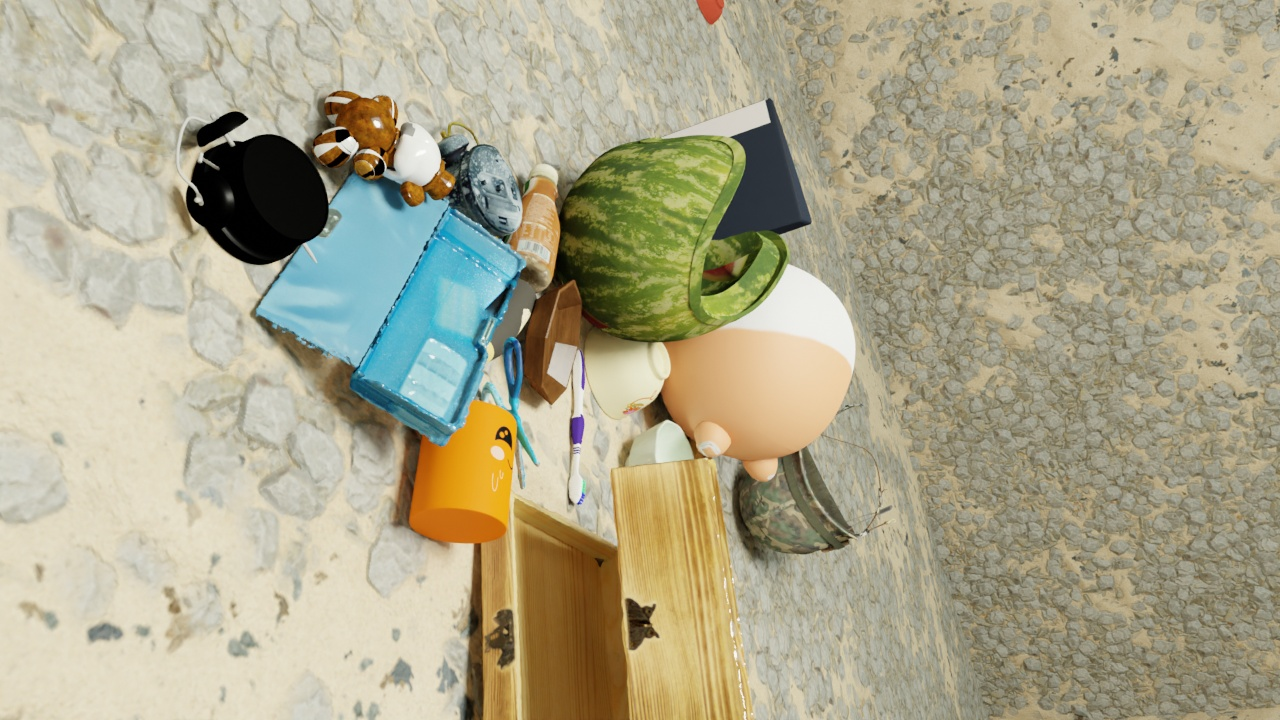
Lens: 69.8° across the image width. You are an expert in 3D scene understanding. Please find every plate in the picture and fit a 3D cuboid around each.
[{"bbox_3d":[-0.091,-0.020,0.947,0.131,0.025,0.131,11,89,-80],"label":"plate"}]

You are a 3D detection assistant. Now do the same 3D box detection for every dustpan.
[{"bbox_3d":[0.118,-0.195,1.304,0.080,0.237,0.273,-9,85,-67],"label":"dustpan"}]

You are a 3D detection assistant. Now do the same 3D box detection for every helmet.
[{"bbox_3d":[0.018,-0.137,1.046,0.243,0.247,0.213,-54,139,-13],"label":"helmet"},{"bbox_3d":[0.273,0.198,1.420,0.223,0.237,0.192,-5,67,-63],"label":"helmet"}]

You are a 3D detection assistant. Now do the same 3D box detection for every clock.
[{"bbox_3d":[-0.162,-0.175,0.904,0.090,0.052,0.129,2,76,-65],"label":"clock"},{"bbox_3d":[-0.272,-0.120,0.642,0.120,0.043,0.091,38,43,-54],"label":"clock"}]

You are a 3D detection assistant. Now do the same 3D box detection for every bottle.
[{"bbox_3d":[-0.114,-0.147,0.985,0.059,0.059,0.166,52,32,-42],"label":"bottle"},{"bbox_3d":[-0.147,-0.017,0.854,0.045,0.045,0.184,64,26,-24],"label":"bottle"}]

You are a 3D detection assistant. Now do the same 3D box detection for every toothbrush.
[{"bbox_3d":[-0.069,0.071,1.014,0.016,0.015,0.186,49,34,-54],"label":"toothbrush"}]

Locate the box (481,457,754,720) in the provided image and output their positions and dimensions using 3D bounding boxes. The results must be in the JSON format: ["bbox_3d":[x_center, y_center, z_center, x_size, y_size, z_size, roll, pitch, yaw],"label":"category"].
[{"bbox_3d":[-0.018,0.272,0.840,0.259,0.221,0.278,80,2,-61],"label":"box"}]

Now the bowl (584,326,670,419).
[{"bbox_3d":[-0.007,0.006,1.114,0.118,0.074,0.117,43,39,-50],"label":"bowl"}]

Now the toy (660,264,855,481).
[{"bbox_3d":[0.141,0.007,1.205,0.262,0.266,0.280,29,63,-44],"label":"toy"}]

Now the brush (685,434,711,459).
[{"bbox_3d":[0.064,0.167,1.216,0.059,0.043,0.194,57,29,-34],"label":"brush"}]

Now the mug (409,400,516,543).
[{"bbox_3d":[-0.146,0.101,0.771,0.113,0.077,0.095,96,-4,-58],"label":"mug"}]

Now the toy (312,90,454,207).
[{"bbox_3d":[-0.210,-0.176,0.771,0.112,0.067,0.087,40,41,-45],"label":"toy"}]

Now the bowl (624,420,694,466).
[{"bbox_3d":[0.020,0.136,1.114,0.117,0.061,0.117,45,37,-50],"label":"bowl"}]

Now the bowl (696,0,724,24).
[{"bbox_3d":[0.148,-0.783,1.955,0.122,0.035,0.121,43,39,-50],"label":"bowl"}]

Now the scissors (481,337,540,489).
[{"bbox_3d":[-0.111,0.041,0.808,0.012,0.128,0.137,-1,34,-29],"label":"scissors"}]

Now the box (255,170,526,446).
[{"bbox_3d":[-0.192,-0.061,0.753,0.174,0.034,0.230,37,38,-20],"label":"box"}]
